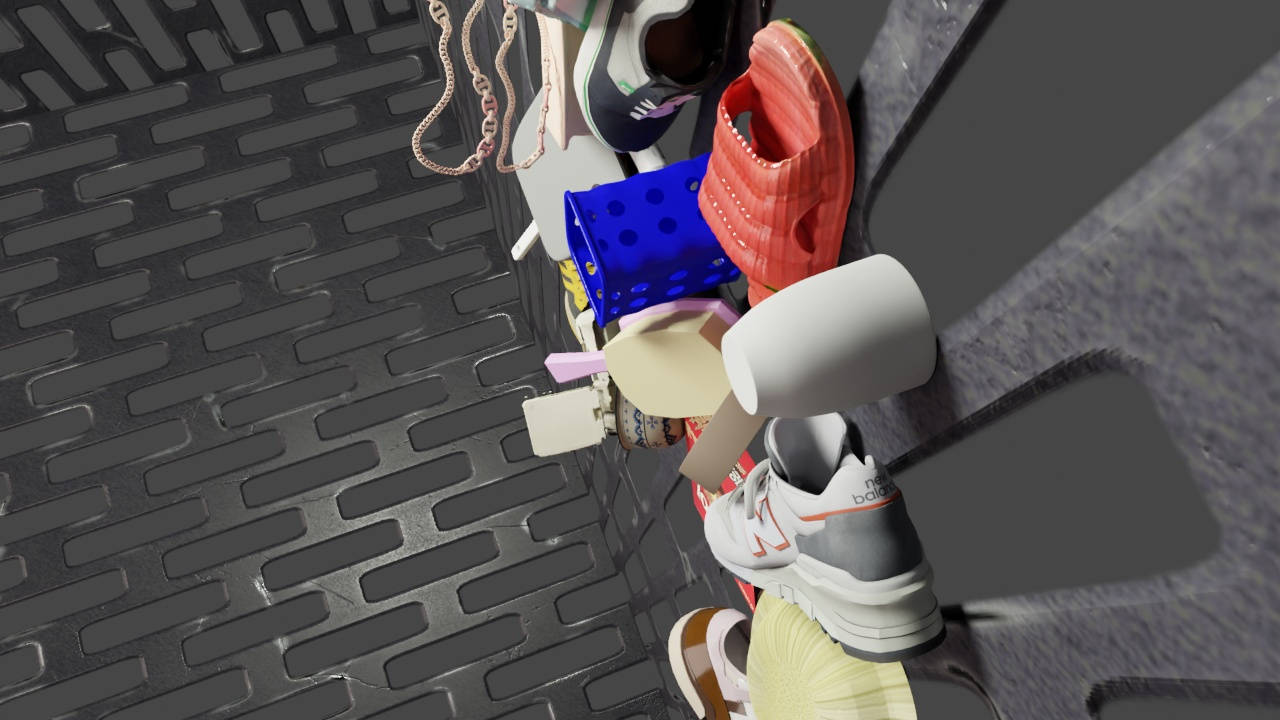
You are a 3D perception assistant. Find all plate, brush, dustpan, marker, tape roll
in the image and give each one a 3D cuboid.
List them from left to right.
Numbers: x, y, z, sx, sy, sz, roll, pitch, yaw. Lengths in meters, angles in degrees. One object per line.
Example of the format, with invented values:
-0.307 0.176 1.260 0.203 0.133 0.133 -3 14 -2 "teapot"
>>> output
-0.089 -0.175 0.947 0.258 0.033 0.163 -41 65 49 "dustpan"
-0.006 -0.205 0.815 0.025 0.025 0.125 87 161 -57 "marker"
-0.005 0.004 0.760 0.229 0.043 0.089 -8 123 43 "brush"
0.065 0.047 0.639 0.030 0.093 0.094 34 162 8 "tape roll"
0.126 0.255 0.694 0.184 0.036 0.184 17 110 57 "plate"

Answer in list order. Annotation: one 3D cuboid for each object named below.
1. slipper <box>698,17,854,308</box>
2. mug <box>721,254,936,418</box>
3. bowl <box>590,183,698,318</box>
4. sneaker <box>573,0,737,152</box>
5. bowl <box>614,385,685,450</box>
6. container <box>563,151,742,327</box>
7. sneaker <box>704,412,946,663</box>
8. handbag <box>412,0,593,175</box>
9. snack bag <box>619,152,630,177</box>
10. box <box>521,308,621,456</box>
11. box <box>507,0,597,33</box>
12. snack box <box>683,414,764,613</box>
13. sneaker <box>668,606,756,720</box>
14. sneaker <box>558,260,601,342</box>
0.071 -0.080 0.536 0.249 0.059 0.103 82 165 -51 "slipper"
0.089 -0.004 0.484 0.107 0.089 0.071 125 126 -78 "mug"
0.010 -0.093 0.804 0.145 0.067 0.145 161 91 -80 "bowl"
0.012 -0.188 0.597 0.236 0.084 0.079 114 136 -70 "sneaker"
0.020 0.036 0.920 0.115 0.059 0.115 6 -91 -73 "bowl"
0.012 -0.089 0.672 0.085 0.113 0.084 98 152 -68 "container"
0.108 0.090 0.602 0.240 0.088 0.124 -156 53 -65 "sneaker"
-0.107 -0.270 0.752 0.116 0.187 0.199 -124 30 -53 "handbag"
-0.051 -0.218 0.928 0.139 0.066 0.208 -165 58 -69 "snack bag"
-0.054 0.016 0.994 0.081 0.181 0.143 -6 100 46 "box"
-0.044 -0.252 0.596 0.072 0.086 0.198 45 -166 -8 "box"
0.091 0.142 0.878 0.152 0.035 0.133 -120 15 -47 "snack box"
0.136 0.397 0.970 0.117 0.111 0.293 -46 60 56 "sneaker"
-0.057 -0.120 1.058 0.122 0.086 0.238 140 110 -78 "sneaker"
